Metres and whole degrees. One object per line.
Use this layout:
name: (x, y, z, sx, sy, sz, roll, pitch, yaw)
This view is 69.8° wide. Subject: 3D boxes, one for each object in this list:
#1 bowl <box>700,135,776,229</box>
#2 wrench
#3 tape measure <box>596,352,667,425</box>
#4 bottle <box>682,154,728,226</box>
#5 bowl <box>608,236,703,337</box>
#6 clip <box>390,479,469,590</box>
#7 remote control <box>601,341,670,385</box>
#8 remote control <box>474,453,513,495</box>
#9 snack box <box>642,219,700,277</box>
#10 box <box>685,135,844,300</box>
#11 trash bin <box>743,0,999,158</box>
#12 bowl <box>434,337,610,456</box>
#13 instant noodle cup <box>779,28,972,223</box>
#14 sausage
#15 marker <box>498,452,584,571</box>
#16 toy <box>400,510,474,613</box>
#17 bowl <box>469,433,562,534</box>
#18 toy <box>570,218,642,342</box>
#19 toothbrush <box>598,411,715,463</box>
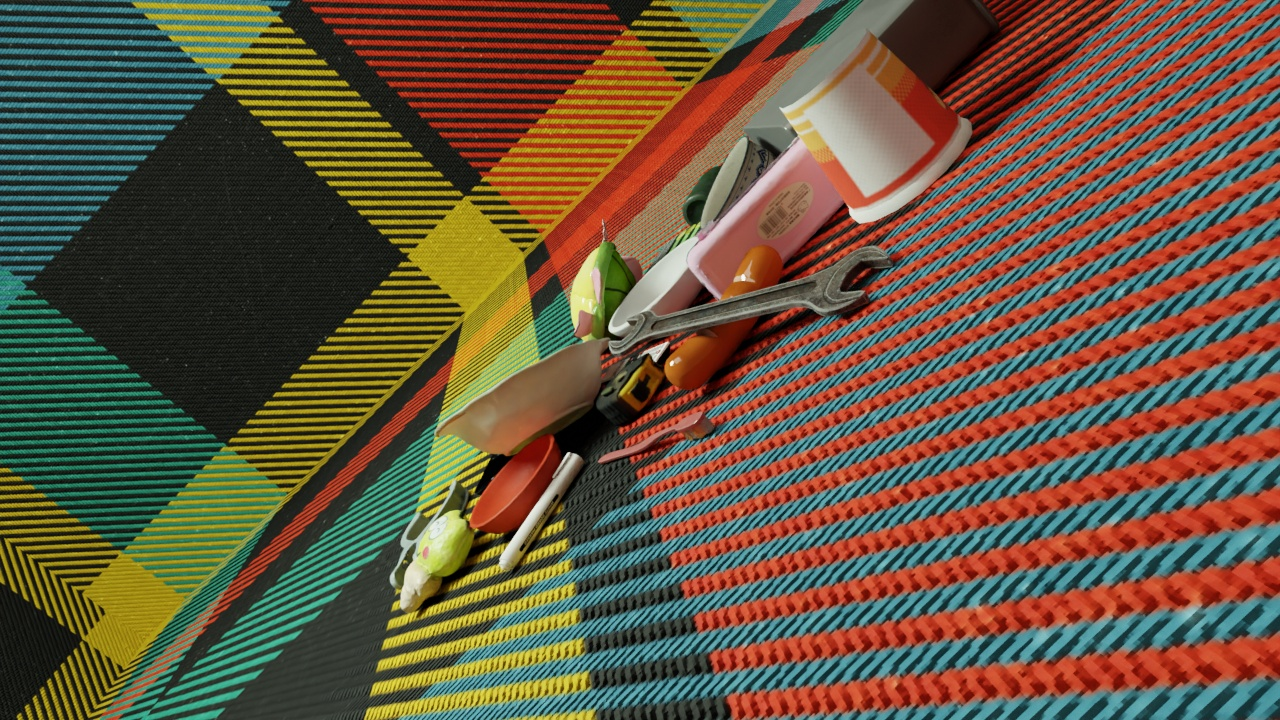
bowl: (0.120, -0.188, 1.036, 0.115, 0.059, 0.115, -158, 91, -80)
wrench: (0.080, -0.043, 0.766, 0.274, 0.010, 0.069, -12, 39, 39)
tape measure: (-0.015, 0.031, 0.903, 0.067, 0.038, 0.062, -29, 22, 46)
bottle: (0.107, -0.240, 1.251, 0.055, 0.055, 0.173, -34, 18, 39)
bowl: (0.030, -0.074, 1.045, 0.150, 0.043, 0.149, -43, 15, 14)
clip: (-0.239, 0.193, 1.108, 0.143, 0.029, 0.172, -45, 16, 9)
remote control: (-0.006, 0.006, 0.996, 0.028, 0.012, 0.124, -54, 17, -29)
remote control: (-0.167, 0.115, 1.133, 0.041, 0.020, 0.151, -40, 15, 25)
snack box: (0.068, -0.147, 1.167, 0.148, 0.025, 0.080, -31, 21, 44)
box: (0.131, -0.144, 0.882, 0.202, 0.086, 0.044, -46, 24, 3)
trash bin: (0.235, -0.298, 0.980, 0.220, 0.097, 0.191, -46, 15, 5)
bowl: (-0.112, 0.051, 0.993, 0.218, 0.060, 0.189, -27, -9, -23)
instant noodle cup: (0.195, -0.206, 0.792, 0.123, 0.121, 0.123, -42, 15, 14)
sausage: (0.079, -0.038, 0.817, 0.164, 0.044, 0.039, -53, 12, -23)
marker: (-0.094, 0.141, 0.865, 0.017, 0.020, 0.133, -19, 30, 52)
toy: (-0.217, 0.212, 0.969, 0.115, 0.046, 0.092, -56, 19, -6)
bowl: (-0.119, 0.131, 0.928, 0.122, 0.035, 0.121, -42, 15, 14)
toy: (-0.047, -0.084, 1.178, 0.238, 0.088, 0.190, -64, -17, -77)
toothbrush: (0.007, 0.072, 0.792, 0.015, 0.015, 0.185, -55, 15, -31)
